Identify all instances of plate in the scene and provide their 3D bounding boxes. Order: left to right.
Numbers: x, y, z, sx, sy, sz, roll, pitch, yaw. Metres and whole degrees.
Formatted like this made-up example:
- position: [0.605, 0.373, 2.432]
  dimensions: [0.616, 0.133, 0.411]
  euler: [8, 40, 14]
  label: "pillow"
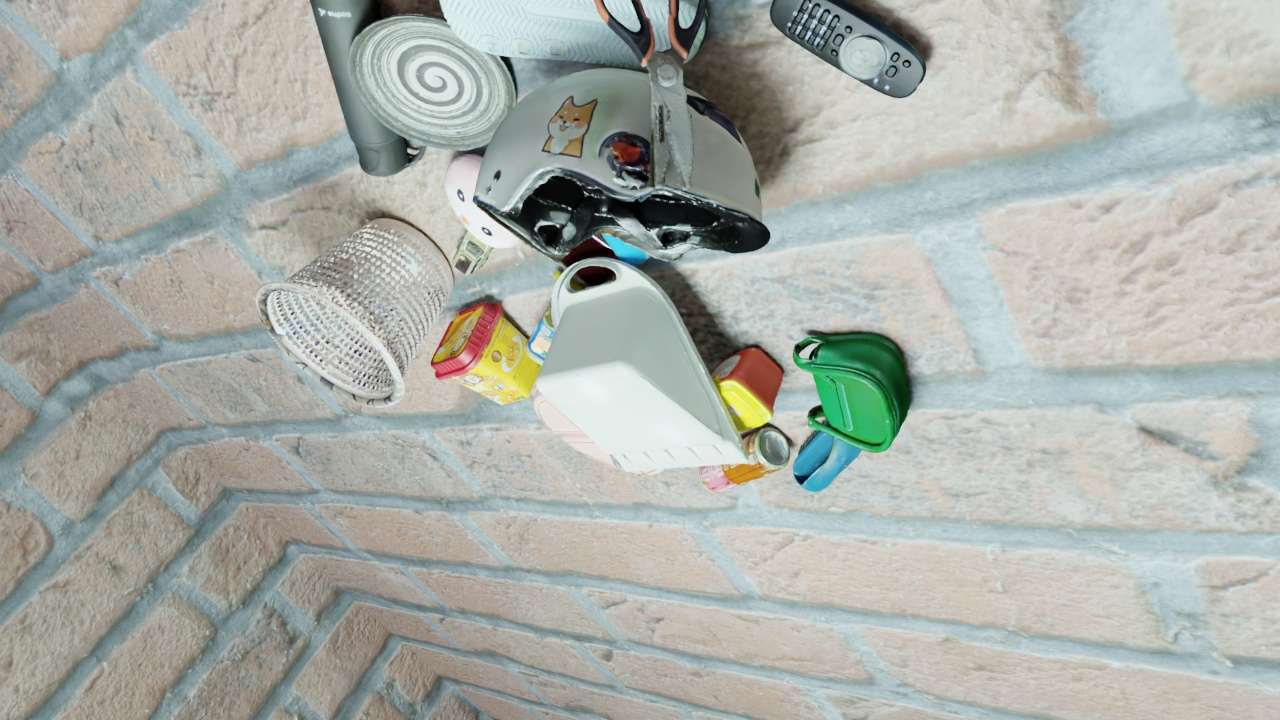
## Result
- position: [-0.219, -0.296, 0.977]
  dimensions: [0.179, 0.024, 0.180]
  euler: [5, 146, 3]
  label: "plate"
- position: [-0.058, 0.104, 1.341]
  dimensions: [0.229, 0.028, 0.230]
  euler: [23, 155, 11]
  label: "plate"

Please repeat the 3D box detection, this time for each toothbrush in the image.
- position: [-0.030, -0.056, 1.165]
  dimensions: [0.190, 0.015, 0.017]
  euler: [37, 141, -6]
  label: "toothbrush"

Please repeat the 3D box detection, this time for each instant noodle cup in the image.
- position: [-0.212, -0.003, 1.302]
  dimensions: [0.123, 0.115, 0.116]
  euler: [39, 147, -29]
  label: "instant noodle cup"

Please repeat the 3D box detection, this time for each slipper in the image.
- position: [-0.060, -0.321, 0.811]
  dimensions: [0.245, 0.074, 0.104]
  euler: [11, 142, 3]
  label: "slipper"

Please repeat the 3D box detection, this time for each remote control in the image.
- position: [0.168, -0.261, 0.740]
  dimensions: [0.136, 0.024, 0.053]
  euler: [31, 145, 0]
  label: "remote control"

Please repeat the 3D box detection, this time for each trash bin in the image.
- position: [-0.366, -0.079, 1.247]
  dimensions: [0.227, 0.191, 0.228]
  euler: [21, 145, 16]
  label: "trash bin"

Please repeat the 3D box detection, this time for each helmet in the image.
- position: [-0.015, -0.186, 0.853]
  dimensions: [0.274, 0.156, 0.230]
  euler: [1, 174, 14]
  label: "helmet"

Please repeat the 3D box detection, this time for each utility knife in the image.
- position: [-0.063, -0.190, 1.017]
  dimensions: [0.034, 0.018, 0.216]
  euler: [-32, 113, 17]
  label: "utility knife"

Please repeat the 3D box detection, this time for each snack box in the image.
- position: [0.119, 0.034, 1.099]
  dimensions: [0.082, 0.079, 0.091]
  euler: [42, 145, -15]
  label: "snack box"

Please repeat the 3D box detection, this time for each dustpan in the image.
- position: [-0.007, 0.007, 1.113]
  dimensions: [0.223, 0.142, 0.257]
  euler: [-11, 139, 45]
  label: "dustpan"

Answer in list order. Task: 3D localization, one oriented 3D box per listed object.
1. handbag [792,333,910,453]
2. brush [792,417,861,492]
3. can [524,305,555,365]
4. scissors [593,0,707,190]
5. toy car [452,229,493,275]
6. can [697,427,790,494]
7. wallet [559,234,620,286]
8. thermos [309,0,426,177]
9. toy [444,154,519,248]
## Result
- position: [0.233, 0.036, 1.020]
  dimensions: [0.120, 0.067, 0.131]
  euler: [7, 138, 34]
  label: "handbag"
- position: [0.228, 0.122, 1.128]
  dimensions: [0.055, 0.073, 0.144]
  euler: [25, 146, -1]
  label: "brush"
- position: [-0.094, -0.023, 1.223]
  dimensions: [0.102, 0.057, 0.083]
  euler: [34, 144, -3]
  label: "can"
- position: [0.008, -0.245, 0.739]
  dimensions: [0.204, 0.202, 0.015]
  euler: [37, 171, 3]
  label: "scissors"
- position: [-0.215, -0.145, 1.187]
  dimensions: [0.042, 0.035, 0.091]
  euler: [37, 144, -8]
  label: "toy car"
- position: [0.137, 0.137, 1.234]
  dimensions: [0.058, 0.057, 0.148]
  euler: [39, 145, -10]
  label: "can"
- position: [-0.079, -0.139, 1.097]
  dimensions: [0.122, 0.020, 0.097]
  euler: [38, 149, -9]
  label: "wallet"
- position: [-0.297, -0.317, 1.021]
  dimensions: [0.090, 0.068, 0.243]
  euler: [-4, 144, -3]
  label: "thermos"
- position: [-0.169, -0.193, 1.068]
  dimensions: [0.160, 0.054, 0.121]
  euler: [-23, 107, 51]
  label: "toy"
